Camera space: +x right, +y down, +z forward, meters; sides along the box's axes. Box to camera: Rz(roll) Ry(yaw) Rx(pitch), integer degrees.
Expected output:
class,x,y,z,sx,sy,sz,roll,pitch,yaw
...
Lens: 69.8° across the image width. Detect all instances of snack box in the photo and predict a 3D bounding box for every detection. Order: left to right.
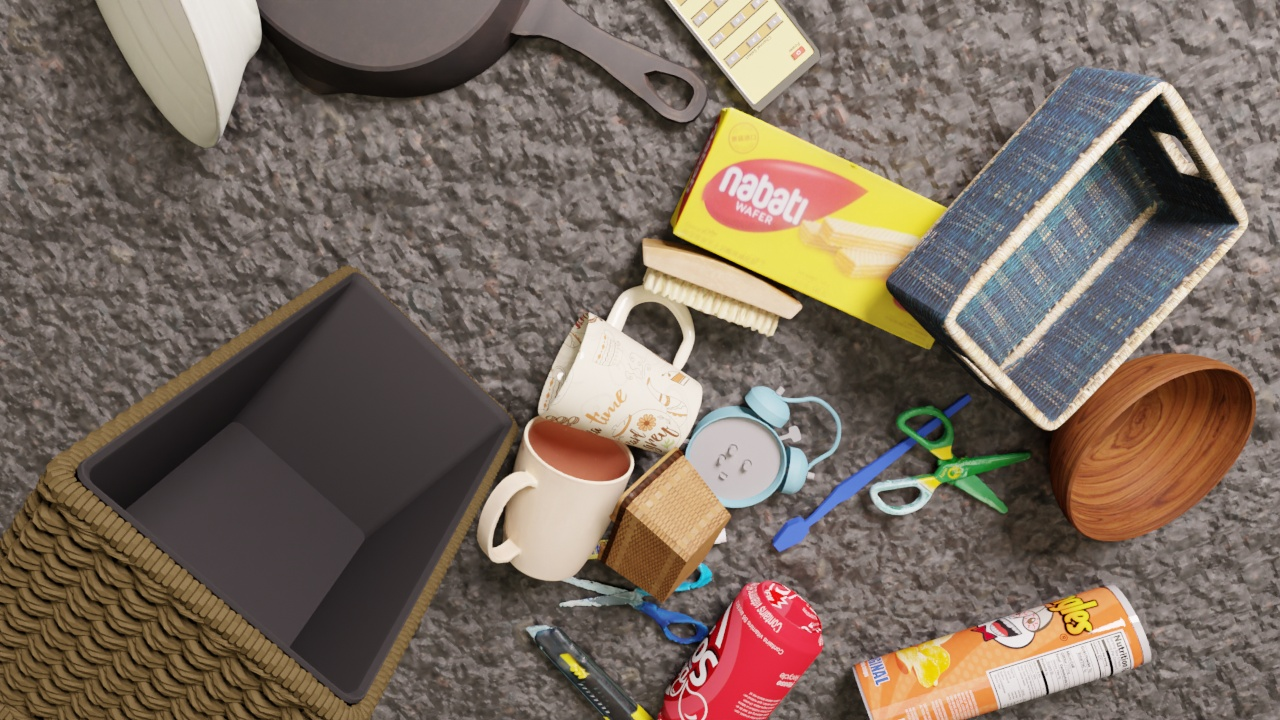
class,x,y,z,sx,sy,sz,roll,pitch,yaw
snack box,0.129,-0.091,0.631,0.200,0.042,0.092,24,105,-6

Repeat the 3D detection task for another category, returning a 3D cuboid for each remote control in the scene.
class,x,y,z,sx,sy,sz,roll,pitch,yaw
remote control,0.056,-0.233,0.604,0.058,0.013,0.133,-40,102,13

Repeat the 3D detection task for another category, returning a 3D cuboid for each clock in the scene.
class,x,y,z,sx,sy,sz,roll,pitch,yaw
clock,0.089,0.065,0.681,0.123,0.042,0.087,-19,106,9

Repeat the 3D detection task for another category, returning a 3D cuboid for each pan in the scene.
class,x,y,z,sx,sy,sz,roll,pitch,yaw
pan,-0.112,-0.253,0.587,0.356,0.043,0.249,29,106,-7

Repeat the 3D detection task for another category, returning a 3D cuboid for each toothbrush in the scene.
class,x,y,z,sx,sy,sz,roll,pitch,yaw
toothbrush,0.176,0.085,0.704,0.187,0.011,0.016,-41,102,10

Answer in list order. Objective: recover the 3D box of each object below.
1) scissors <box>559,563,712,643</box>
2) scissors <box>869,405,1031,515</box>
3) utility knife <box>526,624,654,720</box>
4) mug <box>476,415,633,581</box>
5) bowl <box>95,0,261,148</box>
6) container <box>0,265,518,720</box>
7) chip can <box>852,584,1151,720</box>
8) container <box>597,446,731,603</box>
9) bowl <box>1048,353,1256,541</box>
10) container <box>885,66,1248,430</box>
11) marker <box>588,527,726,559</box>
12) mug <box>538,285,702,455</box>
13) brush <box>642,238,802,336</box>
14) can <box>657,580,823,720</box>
class,x,y,z,sx,sy,sz,roll,pitch,yaw
scissors,-0.006,0.203,0.743,0.135,0.015,0.086,-7,108,5
scissors,0.231,0.089,0.696,0.128,0.012,0.120,37,104,-15
utility knife,-0.032,0.276,0.764,0.029,0.020,0.171,-40,101,11
mug,-0.070,0.107,0.668,0.085,0.111,0.104,37,122,32
bowl,-0.285,-0.227,0.571,0.057,0.177,0.177,-34,108,-31
container,-0.239,0.108,0.569,0.205,0.320,0.176,-41,102,19
chip can,0.278,0.238,0.719,0.210,0.062,0.062,-21,105,8
container,0.017,0.122,0.656,0.061,0.063,0.114,41,148,16
bowl,0.343,0.049,0.647,0.147,0.068,0.147,-10,124,-15
container,0.271,-0.069,0.588,0.145,0.071,0.187,37,98,-31
marker,0.001,0.145,0.724,0.132,0.014,0.014,-7,107,4
mug,-0.004,0.004,0.660,0.097,0.081,0.122,26,80,-14
brush,0.052,-0.052,0.642,0.117,0.049,0.039,22,104,-5
can,0.078,0.245,0.721,0.074,0.074,0.143,31,106,-8
